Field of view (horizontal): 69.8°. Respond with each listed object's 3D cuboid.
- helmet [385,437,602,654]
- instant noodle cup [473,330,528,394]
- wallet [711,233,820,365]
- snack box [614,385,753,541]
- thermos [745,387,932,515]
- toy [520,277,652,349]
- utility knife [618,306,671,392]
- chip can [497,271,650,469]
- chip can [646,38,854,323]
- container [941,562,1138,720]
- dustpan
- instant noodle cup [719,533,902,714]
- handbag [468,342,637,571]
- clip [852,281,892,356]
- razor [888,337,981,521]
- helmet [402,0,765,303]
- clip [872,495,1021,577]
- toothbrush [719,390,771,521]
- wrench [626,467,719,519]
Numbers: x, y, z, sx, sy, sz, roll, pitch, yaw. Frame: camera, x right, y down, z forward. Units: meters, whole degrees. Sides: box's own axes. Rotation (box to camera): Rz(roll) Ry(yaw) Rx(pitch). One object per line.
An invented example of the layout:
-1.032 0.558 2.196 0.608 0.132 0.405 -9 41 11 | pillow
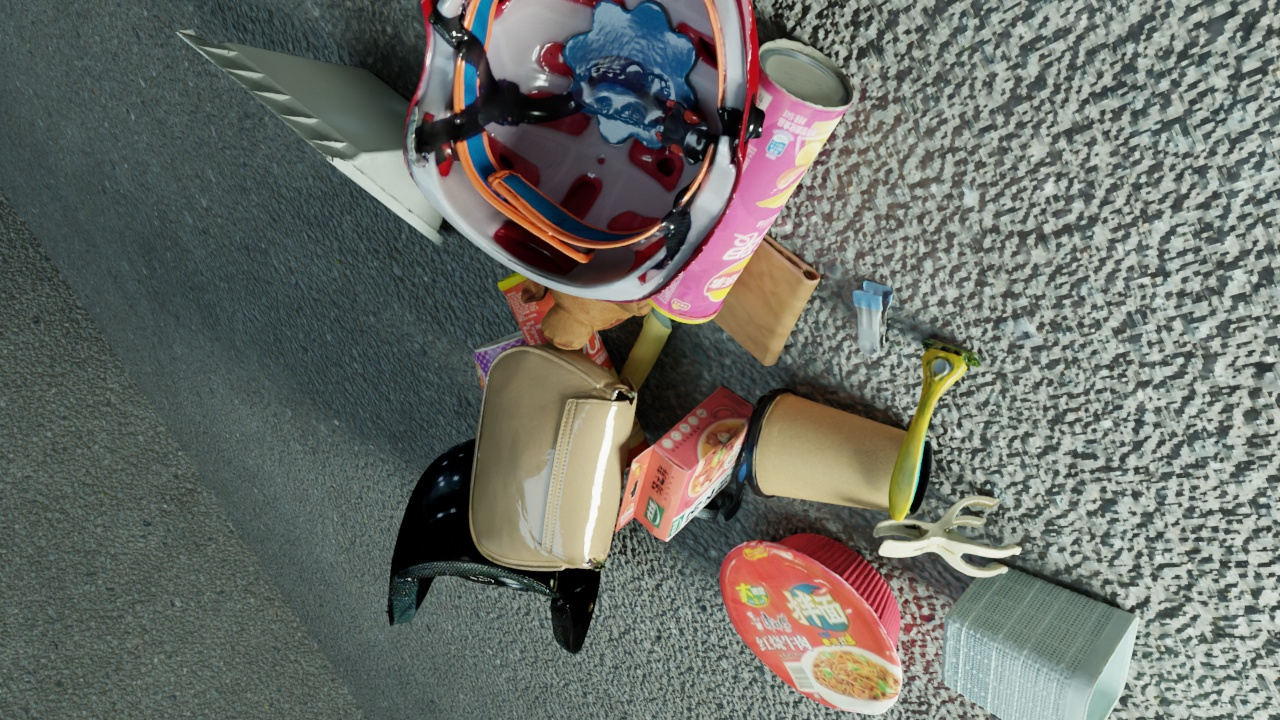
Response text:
-0.156 0.206 1.055 0.233 0.230 0.275 10 168 2 | helmet
-0.122 0.021 0.968 0.112 0.111 0.099 -11 101 51 | instant noodle cup
0.082 -0.064 0.744 0.115 0.020 0.101 41 140 20 | wallet
0.041 0.101 0.831 0.044 0.126 0.113 37 141 21 | snack box
0.152 0.076 0.729 0.143 0.092 0.093 10 127 32 | thermos
-0.075 -0.110 0.786 0.140 0.130 0.199 -27 94 31 | toy
-0.005 0.005 0.895 0.031 0.020 0.197 48 143 14 | utility knife
-0.063 0.006 0.900 0.073 0.073 0.216 -13 104 51 | chip can
0.069 -0.119 0.654 0.071 0.071 0.211 44 137 12 | chip can
0.293 0.220 0.687 0.111 0.089 0.090 21 133 39 | container
-0.293 -0.194 0.905 0.223 0.257 0.143 39 118 18 | dustpan
0.168 0.232 0.852 0.194 0.065 0.194 28 136 31 | instant noodle cup
-0.076 0.088 0.833 0.148 0.099 0.204 17 102 30 | handbag
0.171 -0.030 0.676 0.026 0.038 0.058 18 130 36 | clip
0.199 0.052 0.649 0.043 0.028 0.132 21 98 33 | razor
-0.020 -0.169 0.564 0.207 0.143 0.240 26 116 7 | helmet
0.231 0.138 0.671 0.092 0.103 0.035 54 148 35 | clip
0.098 0.092 0.858 0.016 0.014 0.190 58 151 37 | toothbrush
-0.022 0.105 0.977 0.274 0.056 0.016 25 99 39 | wrench
